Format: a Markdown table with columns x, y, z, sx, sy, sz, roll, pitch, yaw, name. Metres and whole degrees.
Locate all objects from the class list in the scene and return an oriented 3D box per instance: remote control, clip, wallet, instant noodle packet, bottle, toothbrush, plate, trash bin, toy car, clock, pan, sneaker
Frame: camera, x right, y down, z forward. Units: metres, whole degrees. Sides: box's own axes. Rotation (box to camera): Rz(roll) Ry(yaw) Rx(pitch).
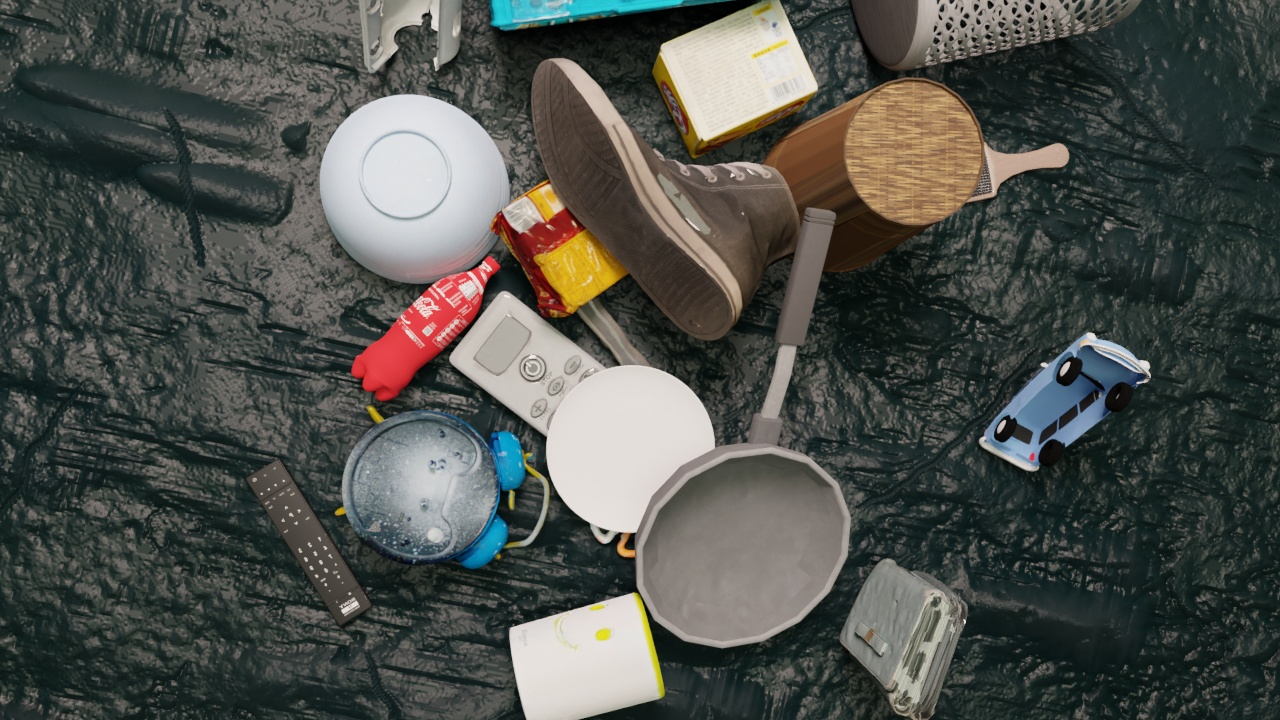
| x | y | z | sx | sy | sz | roll | pitch | yaw | name |
| --- | --- | --- | --- | --- | --- | --- | --- | --- | --- |
| -0.074 | 0.017 | 0.746 | 0.151 | 0.019 | 0.074 | 38 | 86 | -6 | remote control |
| -0.152 | -0.293 | 0.690 | 0.104 | 0.127 | 0.151 | 33 | 62 | 1 | clip |
| 0.207 | 0.217 | 0.726 | 0.054 | 0.132 | 0.100 | 18 | 87 | -3 | wallet |
| -0.044 | -0.104 | 0.726 | 0.135 | 0.040 | 0.098 | -38 | 92 | -23 | instant noodle packet |
| -0.165 | -0.029 | 0.723 | 0.042 | 0.042 | 0.141 | 45 | 85 | -5 | bottle |
| -0.005 | 0.004 | 0.755 | 0.024 | 0.022 | 0.185 | -35 | 97 | 30 | toothbrush |
| -0.008 | 0.071 | 0.737 | 0.134 | 0.011 | 0.134 | 0 | 95 | -5 | plate |
| 0.273 | -0.320 | 0.720 | 0.183 | 0.156 | 0.156 | -16 | 92 | -4 | trash bin |
| 0.340 | 0.033 | 0.744 | 0.056 | 0.154 | 0.054 | 28 | 50 | 2 | toy car |
| -0.151 | 0.102 | 0.718 | 0.161 | 0.060 | 0.116 | 19 | 87 | -8 | clock |
| 0.094 | 0.059 | 0.706 | 0.178 | 0.041 | 0.358 | 5 | 109 | -17 | pan |
| 0.020 | -0.139 | 0.691 | 0.235 | 0.095 | 0.119 | 47 | 56 | 2 | sneaker |
| -0.263 | 0.145 | 0.729 | 0.030 | 0.009 | 0.140 | -31 | 94 | -6 | remote control |

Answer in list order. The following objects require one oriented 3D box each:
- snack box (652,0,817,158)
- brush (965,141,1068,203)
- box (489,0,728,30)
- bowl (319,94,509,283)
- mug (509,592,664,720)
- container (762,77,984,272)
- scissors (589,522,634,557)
| x | y | z | sx | sy | sz | roll | pitch | yaw | name |
| --- | --- | --- | --- | --- | --- | --- | --- | --- | --- |
| 0.074 | -0.226 | 0.741 | 0.105 | 0.061 | 0.083 | -25 | 93 | -6 | snack box |
| 0.310 | -0.168 | 0.793 | 0.135 | 0.015 | 0.050 | -12 | 91 | -7 | brush |
| -0.011 | -0.313 | 0.719 | 0.227 | 0.084 | 0.171 | -10 | 55 | -7 | box |
| -0.176 | -0.137 | 0.705 | 0.150 | 0.075 | 0.150 | 0 | 91 | -7 | bowl |
| -0.042 | 0.236 | 0.720 | 0.106 | 0.082 | 0.082 | -13 | 92 | -6 | mug |
| 0.174 | -0.141 | 0.700 | 0.132 | 0.167 | 0.132 | 0 | 90 | -7 | container |
| 0.006 | 0.100 | 0.755 | 0.065 | 0.013 | 0.128 | 28 | 94 | -6 | scissors |
